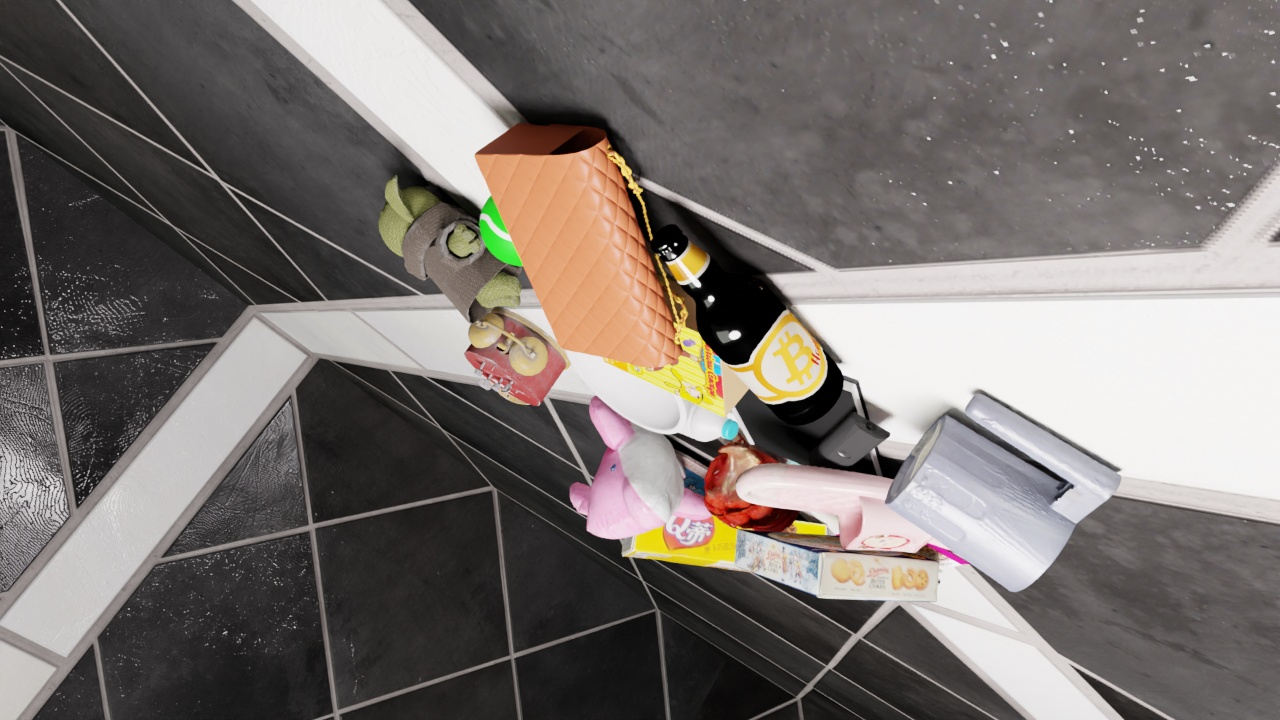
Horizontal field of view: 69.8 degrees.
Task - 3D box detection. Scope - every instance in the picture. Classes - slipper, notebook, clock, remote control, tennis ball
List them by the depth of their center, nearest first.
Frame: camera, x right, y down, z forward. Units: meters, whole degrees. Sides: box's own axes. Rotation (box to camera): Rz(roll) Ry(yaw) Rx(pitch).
[{"bbox_3d":[-0.094,-0.107,0.723,0.065,0.065,0.065,31,163,10],"label":"tennis ball"},{"bbox_3d":[0.172,0.073,0.767,0.033,0.015,0.147,30,162,6],"label":"remote control"},{"bbox_3d":[0.193,0.134,0.811,0.221,0.055,0.107,13,158,1],"label":"slipper"},{"bbox_3d":[0.138,0.050,0.816,0.149,0.016,0.207,22,159,32],"label":"notebook"},{"bbox_3d":[-0.156,-0.001,1.099,0.117,0.081,0.159,30,163,12],"label":"clock"}]

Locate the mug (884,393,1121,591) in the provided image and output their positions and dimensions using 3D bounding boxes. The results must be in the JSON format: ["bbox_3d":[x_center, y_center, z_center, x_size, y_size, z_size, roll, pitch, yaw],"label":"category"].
[{"bbox_3d":[0.244,0.086,0.633,0.104,0.083,0.124,33,140,9],"label":"mug"}]

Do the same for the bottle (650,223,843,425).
[{"bbox_3d":[0.072,-0.028,0.647,0.181,0.059,0.059,44,161,-29],"label":"bottle"}]

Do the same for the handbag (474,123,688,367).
[{"bbox_3d":[-0.032,-0.083,0.655,0.109,0.060,0.172,16,138,42],"label":"handbag"}]

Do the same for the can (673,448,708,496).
[{"bbox_3d":[0.053,0.156,1.193,0.130,0.044,0.130,29,166,7],"label":"can"}]

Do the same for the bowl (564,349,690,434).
[{"bbox_3d":[-0.005,0.005,0.894,0.149,0.043,0.150,32,153,18],"label":"bowl"}]

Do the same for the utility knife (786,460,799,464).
[{"bbox_3d":[0.220,0.142,0.917,0.165,0.015,0.022,27,169,13],"label":"utility knife"}]

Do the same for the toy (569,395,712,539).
[{"bbox_3d":[-0.017,0.127,1.014,0.186,0.128,0.265,49,-170,-11],"label":"toy"}]

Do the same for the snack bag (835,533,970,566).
[{"bbox_3d":[0.269,0.198,0.965,0.070,0.016,0.197,29,165,-2],"label":"snack bag"}]

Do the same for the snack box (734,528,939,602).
[{"bbox_3d":[0.191,0.200,0.905,0.144,0.042,0.145,9,175,-26],"label":"snack box"}]

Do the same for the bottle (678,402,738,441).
[{"bbox_3d":[0.042,0.052,0.946,0.136,0.044,0.044,20,158,39],"label":"bottle"}]

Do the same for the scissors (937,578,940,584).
[{"bbox_3d":[0.254,0.238,1.009,0.142,0.014,0.175,-2,176,15],"label":"scissors"}]

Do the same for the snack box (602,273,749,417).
[{"bbox_3d":[0.025,-0.019,0.750,0.126,0.040,0.088,24,145,29],"label":"snack box"}]

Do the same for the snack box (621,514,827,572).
[{"bbox_3d":[0.099,0.219,1.114,0.230,0.061,0.110,8,164,-5],"label":"snack box"}]

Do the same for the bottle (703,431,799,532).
[{"bbox_3d":[0.112,0.131,0.969,0.099,0.099,0.111,19,171,41],"label":"bottle"}]

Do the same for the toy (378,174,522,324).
[{"bbox_3d":[-0.178,-0.103,0.869,0.153,0.078,0.180,41,163,3],"label":"toy"}]
